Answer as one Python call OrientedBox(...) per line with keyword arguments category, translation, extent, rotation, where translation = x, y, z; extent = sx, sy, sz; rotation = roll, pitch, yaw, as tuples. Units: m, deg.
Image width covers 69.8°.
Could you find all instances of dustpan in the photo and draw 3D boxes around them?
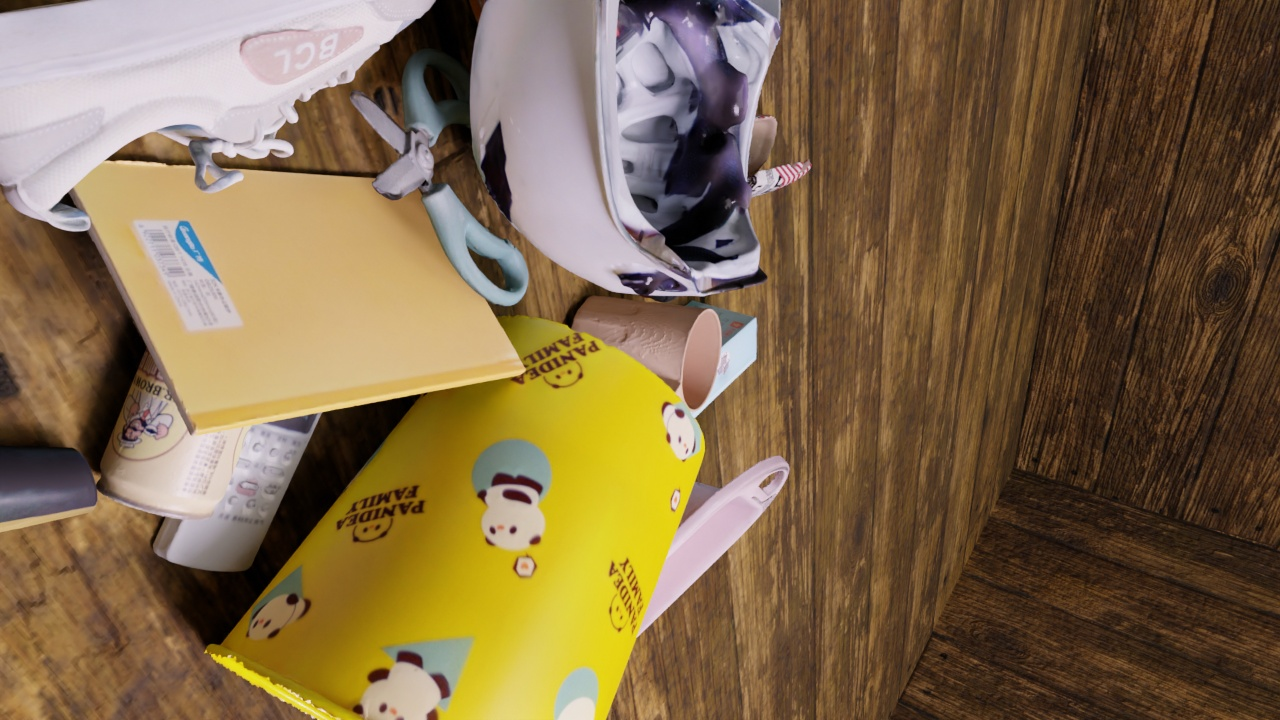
OrientedBox(category="dustpan", translation=(0.030, 0.200, 0.849), extent=(0.222, 0.139, 0.273), rotation=(38, 70, -71))

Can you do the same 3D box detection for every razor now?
OrientedBox(category="razor", translation=(-0.301, 0.058, 0.366), extent=(0.068, 0.062, 0.167), rotation=(-47, 161, 18))

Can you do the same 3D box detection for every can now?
OrientedBox(category="can", translation=(-0.220, 0.016, 0.457), extent=(0.058, 0.058, 0.116), rotation=(26, 83, -59))

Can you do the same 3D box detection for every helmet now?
OrientedBox(category="helmet", translation=(-0.019, -0.149, 0.549), extent=(0.258, 0.146, 0.229), rotation=(4, 87, -62))

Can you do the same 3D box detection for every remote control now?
OrientedBox(category="remote control", translation=(-0.216, 0.046, 0.518), extent=(0.058, 0.021, 0.150), rotation=(34, 77, -59))

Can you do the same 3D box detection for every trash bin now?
OrientedBox(category="trash bin", translation=(-0.091, 0.125, 0.577), extent=(0.254, 0.230, 0.230), rotation=(-61, 148, -28))

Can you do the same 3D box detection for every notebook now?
OrientedBox(category="notebook", translation=(-0.161, -0.041, 0.468), extent=(0.010, 0.146, 0.205), rotation=(-41, 165, 30))

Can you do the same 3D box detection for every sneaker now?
OrientedBox(category="sneaker", translation=(-0.176, -0.132, 0.419), extent=(0.241, 0.090, 0.091), rotation=(-38, 127, -40))

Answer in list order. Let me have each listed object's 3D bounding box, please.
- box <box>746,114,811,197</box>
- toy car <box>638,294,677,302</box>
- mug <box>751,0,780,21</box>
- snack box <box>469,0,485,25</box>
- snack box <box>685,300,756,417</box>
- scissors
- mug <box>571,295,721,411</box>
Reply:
OrientedBox(category="box", translation=(0.093, -0.194, 0.860), extent=(0.162, 0.076, 0.087), rotation=(-28, 98, -49))
OrientedBox(category="toy car", translation=(0.016, -0.111, 0.786), extent=(0.052, 0.045, 0.120), rotation=(6, 94, -61))
OrientedBox(category="mug", translation=(0.034, -0.242, 0.689), extent=(0.083, 0.103, 0.124), rotation=(33, 78, -59))
OrientedBox(category="snack box", translation=(-0.083, -0.262, 0.565), extent=(0.075, 0.026, 0.154), rotation=(-53, 145, -30))
OrientedBox(category="snack box", translation=(0.036, 0.007, 0.851), extent=(0.174, 0.074, 0.052), rotation=(-40, 136, -43))
OrientedBox(category="scissors", translation=(-0.111, -0.120, 0.532), extent=(0.170, 0.019, 0.181), rotation=(48, 32, -53))
OrientedBox(category="mug", translation=(-0.004, 0.004, 0.739), extent=(0.124, 0.104, 0.084), rotation=(-56, 147, -42))
